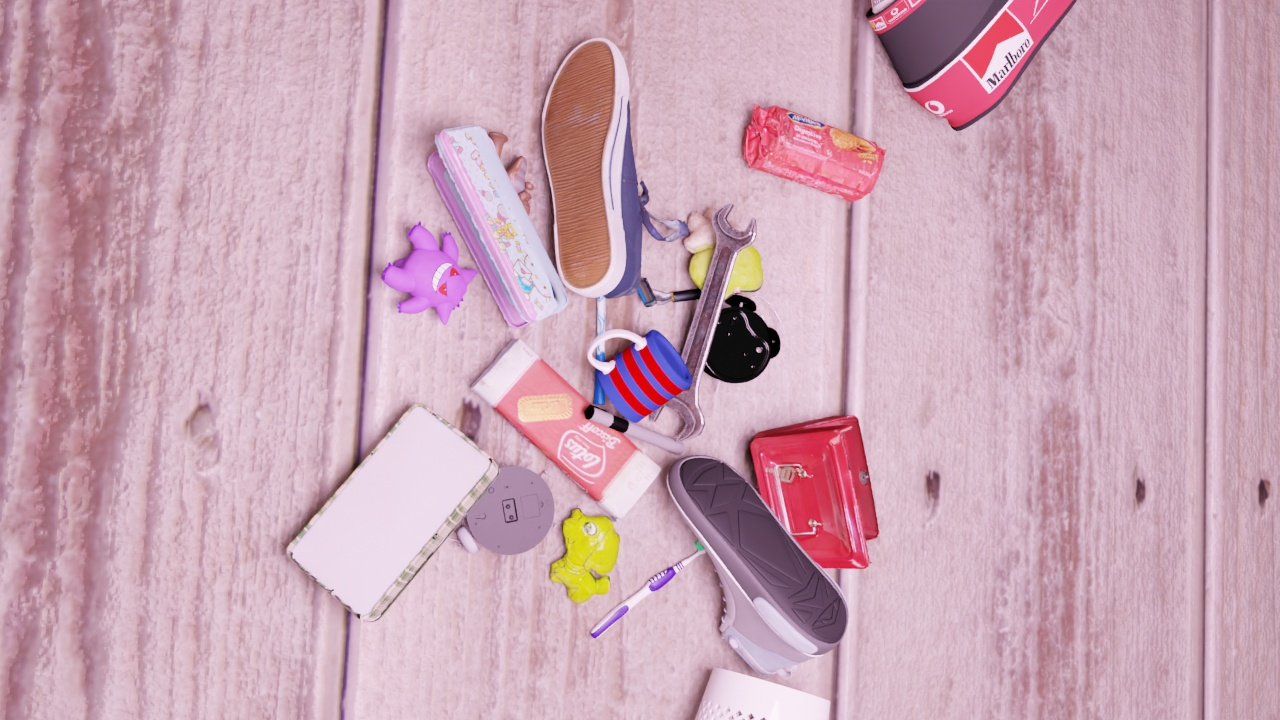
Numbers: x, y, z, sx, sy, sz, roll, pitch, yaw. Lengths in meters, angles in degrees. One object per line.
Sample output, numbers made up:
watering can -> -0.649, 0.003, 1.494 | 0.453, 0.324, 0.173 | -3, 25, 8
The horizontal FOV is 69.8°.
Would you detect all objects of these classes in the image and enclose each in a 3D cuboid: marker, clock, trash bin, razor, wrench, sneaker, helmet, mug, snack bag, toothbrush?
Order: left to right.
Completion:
clock -> -0.154, 0.162, 0.990 | 0.122, 0.035, 0.094 | -9, 90, -16
snack bag -> -0.080, 0.077, 1.014 | 0.225, 0.041, 0.077 | 43, 74, -9
marker -> -0.046, -0.020, 1.043 | 0.013, 0.013, 0.142 | 2, 87, -17
sneaker -> -0.028, -0.209, 1.029 | 0.127, 0.121, 0.294 | 10, 75, -59
mug -> -0.006, 0.006, 1.000 | 0.076, 0.074, 0.112 | -35, 122, 15
marker -> -0.004, 0.079, 1.024 | 0.140, 0.016, 0.016 | 25, 79, -36
toothbrush -> 0.018, 0.254, 1.048 | 0.186, 0.015, 0.016 | -35, 98, -15
razor -> 0.064, -0.079, 1.077 | 0.144, 0.022, 0.042 | -5, 52, -21
wrench -> 0.072, -0.040, 1.031 | 0.070, 0.010, 0.273 | 20, 99, 20
sneaker -> 0.101, 0.236, 1.025 | 0.256, 0.161, 0.092 | 48, 47, 13
clock -> 0.115, -0.024, 1.076 | 0.120, 0.043, 0.091 | -42, 99, -15
trash bin -> 0.118, 0.451, 0.991 | 0.195, 0.196, 0.199 | 22, 72, -15
snack bag -> 0.207, -0.245, 1.099 | 0.176, 0.082, 0.082 | 15, 83, -15
helmet -> 0.383, -0.452, 1.101 | 0.224, 0.198, 0.271 | 38, 86, -12

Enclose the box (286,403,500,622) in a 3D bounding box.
box -> -0.248, 0.154, 0.936 | 0.117, 0.050, 0.205 | 35, 77, 9

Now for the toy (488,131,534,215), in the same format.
toy -> -0.144, -0.196, 1.008 | 0.055, 0.041, 0.102 | 7, 93, 5

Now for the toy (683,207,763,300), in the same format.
toy -> 0.091, -0.125, 1.068 | 0.092, 0.043, 0.117 | -17, 71, -18

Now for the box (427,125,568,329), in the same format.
box -> -0.160, -0.132, 0.955 | 0.090, 0.092, 0.214 | -24, 96, 26

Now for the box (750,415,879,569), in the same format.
box -> 0.214, 0.147, 1.069 | 0.164, 0.152, 0.157 | -14, 94, -54

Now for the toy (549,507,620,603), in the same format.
toy -> -0.060, 0.216, 1.016 | 0.093, 0.036, 0.094 | -41, 98, -7

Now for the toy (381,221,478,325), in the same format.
toy -> -0.222, -0.088, 0.971 | 0.088, 0.056, 0.105 | 34, 68, -17
